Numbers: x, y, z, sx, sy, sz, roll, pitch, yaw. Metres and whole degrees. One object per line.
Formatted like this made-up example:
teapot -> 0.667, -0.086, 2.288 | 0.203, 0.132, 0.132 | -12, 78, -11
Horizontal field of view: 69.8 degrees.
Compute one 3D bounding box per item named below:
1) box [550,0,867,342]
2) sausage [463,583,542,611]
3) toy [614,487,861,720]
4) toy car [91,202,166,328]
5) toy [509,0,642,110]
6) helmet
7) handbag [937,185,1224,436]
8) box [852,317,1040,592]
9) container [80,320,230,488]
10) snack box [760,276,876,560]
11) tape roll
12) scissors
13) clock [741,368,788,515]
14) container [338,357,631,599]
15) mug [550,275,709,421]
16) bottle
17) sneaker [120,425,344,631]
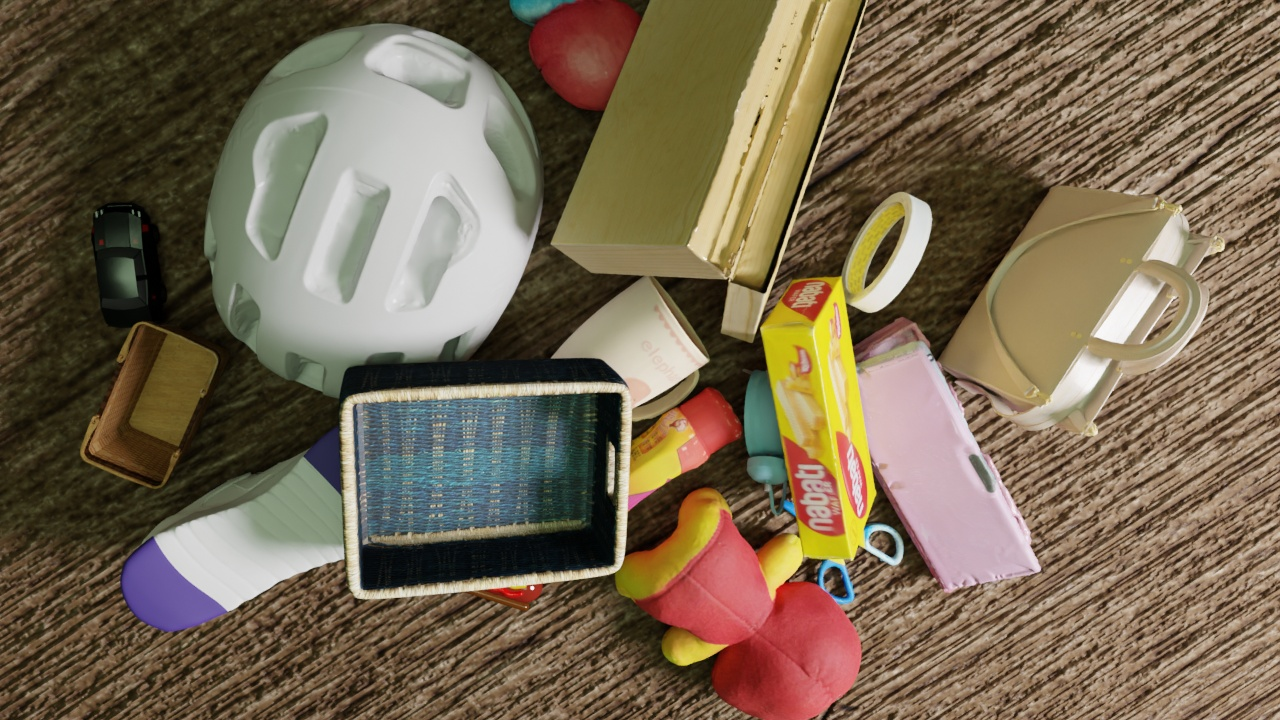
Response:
box -> 0.072, -0.159, 0.619 | 0.179, 0.142, 0.248 | 25, 78, -25
sausage -> -0.153, 0.162, 0.743 | 0.155, 0.040, 0.040 | 21, 98, -10
toy -> 0.089, 0.215, 0.757 | 0.216, 0.098, 0.148 | 44, 101, -8
toy car -> -0.377, -0.069, 0.671 | 0.042, 0.036, 0.092 | -3, 102, -6
toy -> -0.042, -0.241, 0.668 | 0.092, 0.062, 0.133 | -24, 85, -22
helmet -> -0.196, -0.094, 0.658 | 0.224, 0.183, 0.283 | 31, 116, -8
handbag -> 0.335, -0.034, 0.680 | 0.101, 0.198, 0.195 | 31, 96, -12
box -> 0.244, 0.088, 0.755 | 0.099, 0.080, 0.232 | -31, 103, -1
container -> -0.353, 0.027, 0.680 | 0.063, 0.061, 0.114 | 25, 97, -11
snack box -> 0.139, 0.045, 0.701 | 0.042, 0.091, 0.201 | -2, 115, 27
tape roll -> 0.187, -0.083, 0.706 | 0.019, 0.094, 0.094 | 23, 97, -11
scissors -> 0.178, 0.146, 0.793 | 0.109, 0.018, 0.131 | -20, 103, -7
clock -> 0.105, 0.063, 0.734 | 0.042, 0.087, 0.123 | 0, 101, 22
container -> -0.106, 0.076, 0.629 | 0.187, 0.071, 0.145 | -2, 107, -16
mug -> -0.004, 0.004, 0.715 | 0.104, 0.085, 0.111 | -34, 132, 9
bottle -> 0.016, 0.074, 0.729 | 0.134, 0.071, 0.048 | -34, 101, 0
sneaker -> -0.260, 0.110, 0.696 | 0.243, 0.111, 0.092 | -29, 101, -21
